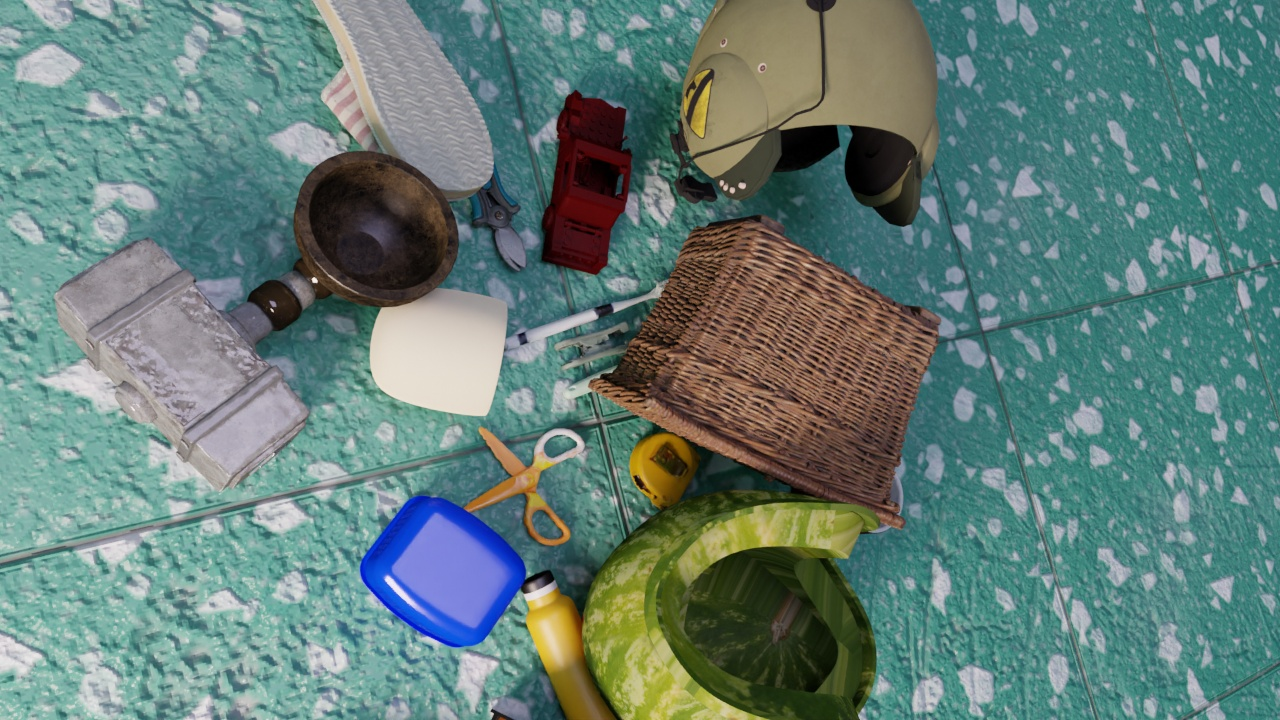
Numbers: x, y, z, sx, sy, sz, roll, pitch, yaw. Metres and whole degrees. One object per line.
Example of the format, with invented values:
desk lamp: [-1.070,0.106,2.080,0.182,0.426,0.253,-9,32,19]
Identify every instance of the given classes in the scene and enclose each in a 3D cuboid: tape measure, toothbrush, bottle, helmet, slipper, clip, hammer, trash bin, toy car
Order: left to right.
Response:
hammer: [-0.262,-0.063,0.728,0.177,0.080,0.325,50,58,-8]
slipper: [-0.216,-0.239,0.782,0.114,0.052,0.263,-15,71,-44]
trash bin: [-0.072,0.379,0.677,0.139,0.140,0.171,33,67,-15]
bottle: [-0.060,0.247,0.766,0.043,0.043,0.143,-23,89,-28]
toy car: [-0.048,-0.172,0.854,0.070,0.062,0.169,13,73,-23]
toothbrush: [-0.044,-0.045,0.854,0.186,0.017,0.012,-21,61,-27]
clip: [-0.042,-0.013,0.845,0.076,0.023,0.044,-19,85,-29]
toothbrush: [-0.005,0.005,0.862,0.154,0.015,0.022,-22,58,-27]
tape measure: [0.022,0.095,0.846,0.059,0.030,0.068,41,64,-14]
helmet: [0.076,0.217,0.728,0.243,0.247,0.212,2,65,4]
helmet: [0.145,-0.236,0.838,0.250,0.256,0.232,4,80,-26]

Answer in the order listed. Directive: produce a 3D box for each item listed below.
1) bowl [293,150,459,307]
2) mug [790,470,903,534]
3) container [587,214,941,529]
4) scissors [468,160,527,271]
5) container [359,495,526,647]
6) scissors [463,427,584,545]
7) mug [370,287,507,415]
bowl: [-0.206,-0.092,0.699,0.121,0.056,0.121,13,64,-30]
mug: [0.195,0.117,0.893,0.073,0.083,0.105,-13,84,-27]
container: [0.115,0.001,0.773,0.250,0.162,0.183,26,86,-19]
scissors: [-0.137,-0.156,0.833,0.133,0.019,0.145,25,68,-18]
container: [-0.154,0.168,0.731,0.114,0.058,0.096,41,65,-12]
scissors: [-0.095,0.102,0.800,0.130,0.011,0.125,-44,100,-28]
mug: [-0.168,-0.018,0.752,0.099,0.096,0.120,10,36,-15]
